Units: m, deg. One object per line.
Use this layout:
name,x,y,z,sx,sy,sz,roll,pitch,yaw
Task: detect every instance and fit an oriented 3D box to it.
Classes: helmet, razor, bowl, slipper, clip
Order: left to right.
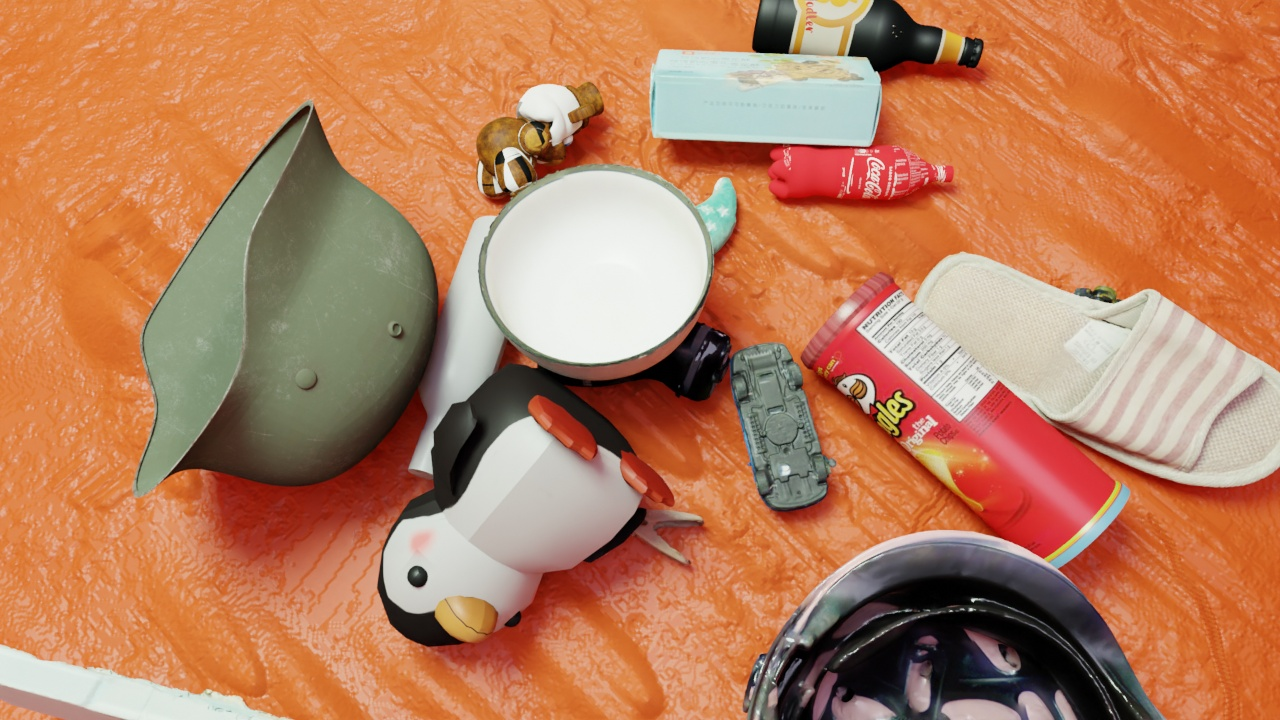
helmet,-0.224,-0.015,0.610,0.153,0.228,0.267,34,57,-30
bowl,-0.027,-0.051,0.621,0.153,0.073,0.153,-2,65,4
razor,-0.004,0.004,0.664,0.140,0.053,0.063,-6,64,1
clip,0.011,0.122,0.638,0.049,0.026,0.061,-18,70,-3
helmet,0.172,0.233,0.527,0.230,0.153,0.255,3,69,5
slipper,0.318,0.002,0.635,0.263,0.052,0.115,26,101,15

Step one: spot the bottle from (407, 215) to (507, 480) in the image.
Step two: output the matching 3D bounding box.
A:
bottle,-0.126,-0.009,0.664,0.052,0.052,0.194,12,67,6

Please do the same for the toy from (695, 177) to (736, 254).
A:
toy,0.023,-0.108,0.715,0.105,0.033,0.085,1,60,3

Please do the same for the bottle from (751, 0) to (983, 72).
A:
bottle,0.186,-0.266,0.749,0.182,0.059,0.059,12,72,6

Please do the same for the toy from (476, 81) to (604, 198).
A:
toy,-0.079,-0.177,0.718,0.112,0.087,0.067,-32,112,-22

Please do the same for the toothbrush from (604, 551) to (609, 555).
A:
toothbrush,-0.058,0.081,0.660,0.021,0.017,0.135,-31,75,-5

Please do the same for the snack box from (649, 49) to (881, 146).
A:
snack box,0.095,-0.206,0.718,0.175,0.053,0.074,4,33,3

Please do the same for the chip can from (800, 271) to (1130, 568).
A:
chip can,0.216,0.040,0.628,0.087,0.087,0.213,-43,76,-12

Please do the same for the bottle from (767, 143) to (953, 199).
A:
bottle,0.172,-0.147,0.717,0.141,0.042,0.041,2,71,2

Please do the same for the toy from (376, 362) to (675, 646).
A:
toy,-0.096,0.099,0.599,0.184,0.159,0.140,-49,36,6

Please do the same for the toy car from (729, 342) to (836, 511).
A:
toy car,0.098,0.047,0.650,0.056,0.044,0.120,-13,74,-3

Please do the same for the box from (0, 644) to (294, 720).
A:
box,-0.284,0.214,0.553,0.197,0.136,0.044,13,66,6

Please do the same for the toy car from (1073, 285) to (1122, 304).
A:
toy car,0.358,-0.017,0.673,0.107,0.030,0.049,30,75,13
